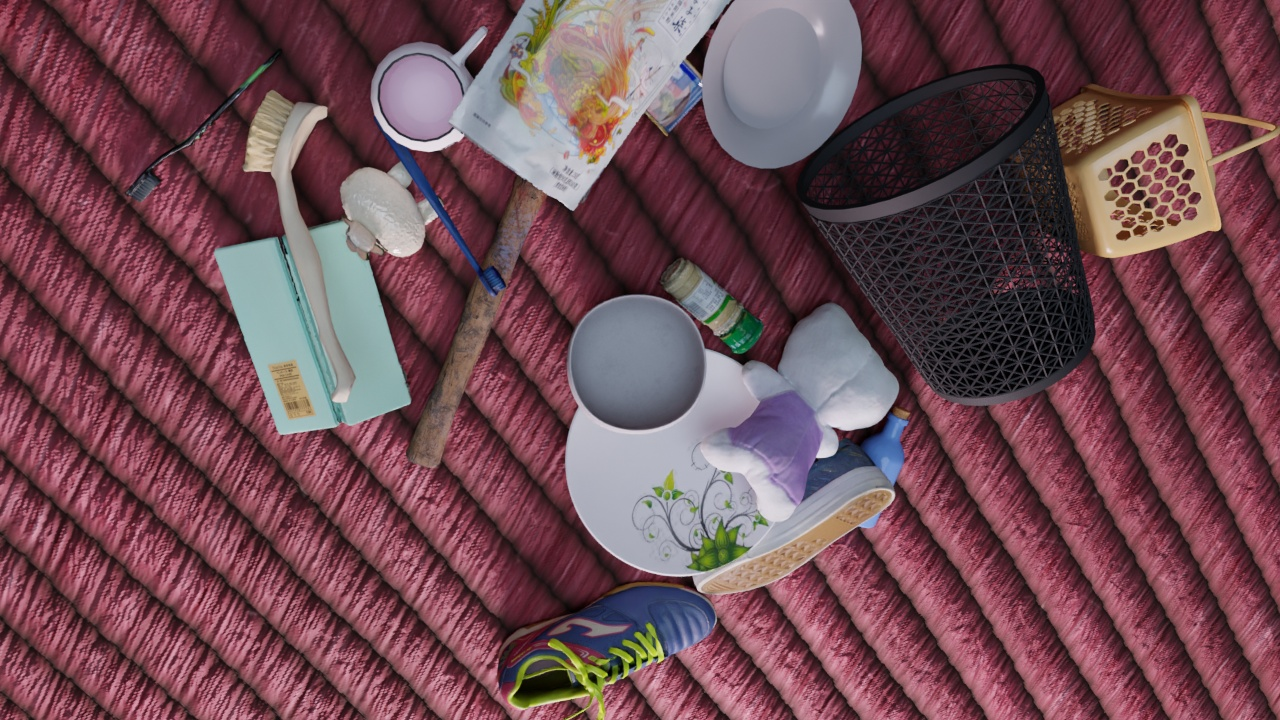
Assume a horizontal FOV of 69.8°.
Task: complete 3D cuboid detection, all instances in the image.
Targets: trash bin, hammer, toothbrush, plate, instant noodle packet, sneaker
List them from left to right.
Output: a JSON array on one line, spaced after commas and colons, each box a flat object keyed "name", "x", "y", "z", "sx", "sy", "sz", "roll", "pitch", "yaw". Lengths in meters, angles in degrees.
[{"name": "toothbrush", "x": -0.377, "y": -0.204, "z": 0.798, "sx": 0.188, "sy": 0.014, "sz": 0.017, "roll": -41, "pitch": 121, "yaw": 5}, {"name": "toothbrush", "x": -0.179, "y": -0.140, "z": 0.824, "sx": 0.017, "sy": 0.016, "sz": 0.190, "roll": -33, "pitch": 96, "yaw": 7}, {"name": "hammer", "x": -0.160, "y": -0.050, "z": 0.872, "sx": 0.120, "sy": 0.033, "sz": 0.331, "roll": 22, "pitch": 103, "yaw": -10}, {"name": "instant noodle packet", "x": -0.029, "y": -0.267, "z": 0.755, "sx": 0.146, "sy": 0.057, "sz": 0.269, "roll": 31, "pitch": 102, "yaw": -27}, {"name": "sneaker", "x": -0.030, "y": 0.313, "z": 0.967, "sx": 0.241, "sy": 0.091, "sz": 0.116, "roll": -17, "pitch": 106, "yaw": -4}, {"name": "plate", "x": 0.038, "y": 0.100, "z": 0.930, "sx": 0.229, "sy": 0.030, "sz": 0.229, "roll": 0, "pitch": 86, "yaw": -6}, {"name": "plate", "x": 0.126, "y": -0.263, "z": 0.834, "sx": 0.172, "sy": 0.019, "sz": 0.173, "roll": -14, "pitch": 122, "yaw": -24}, {"name": "sneaker", "x": 0.151, "y": 0.166, "z": 0.966, "sx": 0.236, "sy": 0.079, "sz": 0.087, "roll": -36, "pitch": 141, "yaw": 19}, {"name": "trash bin", "x": 0.294, "y": -0.102, "z": 0.840, "sx": 0.217, "sy": 0.217, "sz": 0.243, "roll": -33, "pitch": 115, "yaw": 2}]

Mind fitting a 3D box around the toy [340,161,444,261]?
[{"name": "toy", "x": -0.229, "y": -0.130, "z": 0.820, "sx": 0.087, "sy": 0.050, "sz": 0.112, "roll": 50, "pitch": 60, "yaw": -23}]

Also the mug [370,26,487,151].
[{"name": "mug", "x": -0.174, "y": -0.238, "z": 0.785, "sx": 0.090, "sy": 0.076, "sz": 0.124, "roll": 42, "pitch": 96, "yaw": -18}]

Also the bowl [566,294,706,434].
[{"name": "bowl", "x": -0.005, "y": 0.005, "z": 0.882, "sx": 0.132, "sy": 0.064, "sz": 0.131, "roll": 1, "pitch": 85, "yaw": -5}]

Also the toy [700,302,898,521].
[{"name": "toy", "x": 0.161, "y": 0.045, "z": 0.893, "sx": 0.137, "sy": 0.086, "sz": 0.209, "roll": 45, "pitch": 73, "yaw": -9}]

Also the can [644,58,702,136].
[{"name": "can", "x": 0.009, "y": -0.257, "z": 0.821, "sx": 0.100, "sy": 0.054, "sz": 0.059, "roll": 43, "pitch": 99, "yaw": -17}]

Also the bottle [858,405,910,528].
[{"name": "bottle", "x": 0.251, "y": 0.110, "z": 0.972, "sx": 0.048, "sy": 0.048, "sz": 0.131, "roll": 18, "pitch": 103, "yaw": -14}]

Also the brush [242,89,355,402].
[{"name": "brush", "x": -0.283, "y": -0.097, "z": 0.782, "sx": 0.077, "sy": 0.062, "sz": 0.272, "roll": -12, "pitch": 88, "yaw": -7}]

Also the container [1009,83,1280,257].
[{"name": "container", "x": 0.458, "y": -0.184, "z": 0.845, "sx": 0.167, "sy": 0.183, "sz": 0.129, "roll": -25, "pitch": 109, "yaw": 6}]

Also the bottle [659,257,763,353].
[{"name": "bottle", "x": 0.069, "y": -0.054, "z": 0.898, "sx": 0.110, "sy": 0.042, "sz": 0.043, "roll": 39, "pitch": 97, "yaw": -16}]

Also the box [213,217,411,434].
[{"name": "box", "x": -0.302, "y": -0.027, "z": 0.849, "sx": 0.138, "sy": 0.056, "sz": 0.187, "roll": -17, "pitch": 108, "yaw": -10}]

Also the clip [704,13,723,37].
[{"name": "clip", "x": 0.089, "y": -0.304, "z": 0.837, "sx": 0.059, "sy": 0.023, "sz": 0.041, "roll": 26, "pitch": 96, "yaw": -21}]
